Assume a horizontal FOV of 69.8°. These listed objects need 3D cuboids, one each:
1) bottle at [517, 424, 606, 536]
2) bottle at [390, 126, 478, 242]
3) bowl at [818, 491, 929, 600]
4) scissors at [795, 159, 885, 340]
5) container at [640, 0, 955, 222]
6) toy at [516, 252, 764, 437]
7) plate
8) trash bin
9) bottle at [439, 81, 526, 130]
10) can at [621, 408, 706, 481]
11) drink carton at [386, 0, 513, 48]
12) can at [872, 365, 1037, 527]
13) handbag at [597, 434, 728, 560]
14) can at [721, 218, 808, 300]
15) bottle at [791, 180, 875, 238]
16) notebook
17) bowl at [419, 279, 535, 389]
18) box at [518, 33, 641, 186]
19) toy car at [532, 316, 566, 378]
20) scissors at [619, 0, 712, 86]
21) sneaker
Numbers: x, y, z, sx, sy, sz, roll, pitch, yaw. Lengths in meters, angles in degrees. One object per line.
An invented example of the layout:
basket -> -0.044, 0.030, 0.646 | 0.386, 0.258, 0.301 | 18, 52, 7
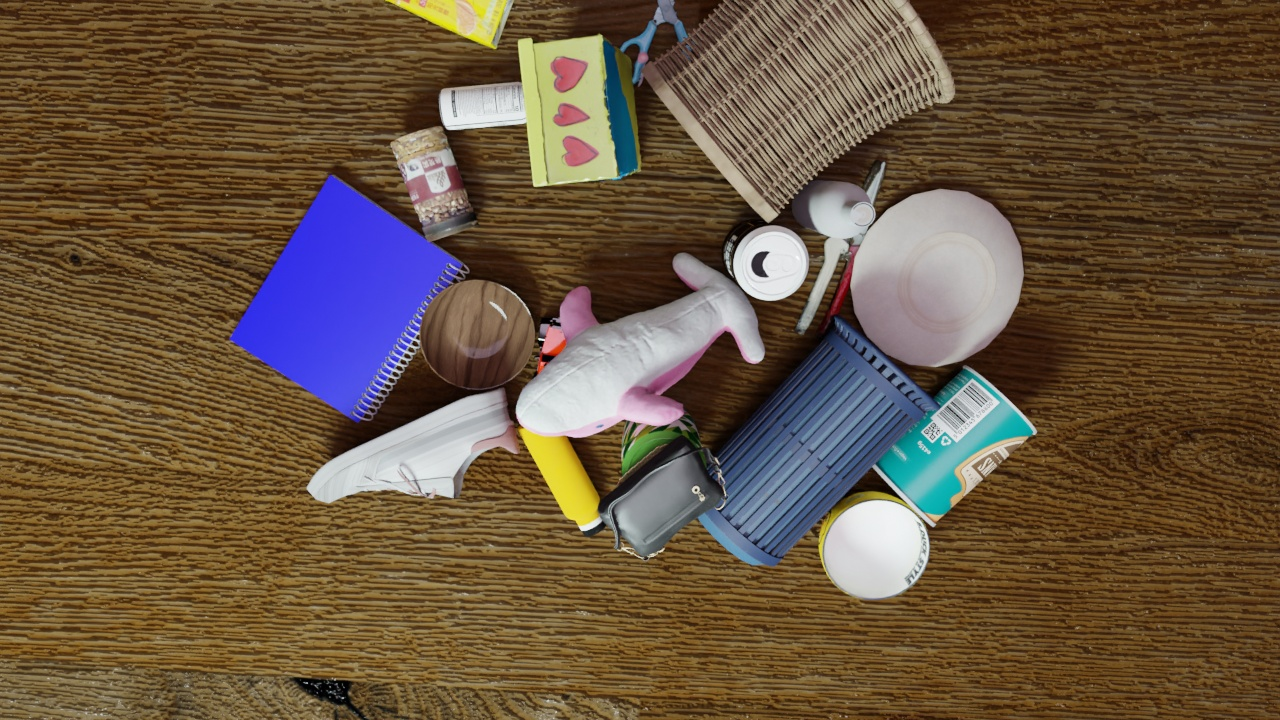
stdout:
bottle -> -0.082, 0.126, 1.007 | 0.043, 0.043, 0.143 | -26, 101, 5
bottle -> -0.209, -0.179, 0.932 | 0.056, 0.056, 0.105 | -18, 102, 3
bowl -> 0.252, 0.197, 1.013 | 0.117, 0.067, 0.117 | 0, 102, 0
scissors -> 0.223, -0.112, 0.973 | 0.189, 0.015, 0.140 | -38, 99, 7
container -> 0.135, -0.263, 0.842 | 0.196, 0.226, 0.227 | -40, 100, 14
toy -> -0.006, 0.005, 0.938 | 0.265, 0.128, 0.186 | -31, 63, -13
plate -> 0.318, -0.084, 0.965 | 0.188, 0.027, 0.189 | -1, 103, -5
trash bin -> 0.171, 0.090, 0.955 | 0.139, 0.139, 0.250 | 40, 100, -9
bottle -> -0.141, -0.258, 0.924 | 0.116, 0.041, 0.041 | -5, 102, 0
can -> 0.022, 0.094, 0.949 | 0.083, 0.144, 0.083 | 0, 101, -1
drink carton -> -0.197, -0.361, 0.900 | 0.134, 0.043, 0.058 | 23, 102, -5
can -> 0.328, 0.091, 0.974 | 0.099, 0.099, 0.144 | 43, 98, -9
handbag -> 0.022, 0.132, 0.856 | 0.128, 0.054, 0.079 | -39, 103, 5
can -> 0.122, -0.102, 0.915 | 0.072, 0.128, 0.072 | 0, 102, -1
bottle -> 0.187, -0.144, 0.873 | 0.052, 0.195, 0.052 | 0, 102, -1
notebook -> -0.308, -0.060, 0.976 | 0.171, 0.022, 0.209 | 34, 100, -6
bowl -> -0.172, -0.030, 0.972 | 0.119, 0.032, 0.119 | -3, 107, -9
box -> -0.051, -0.224, 0.838 | 0.079, 0.220, 0.124 | -4, 105, 8
toy car -> -0.088, 0.005, 0.977 | 0.051, 0.048, 0.100 | 9, 102, -3
scissors -> 0.035, -0.333, 0.923 | 0.118, 0.015, 0.139 | 23, 107, -6
sneaker -> -0.235, 0.114, 0.976 | 0.236, 0.099, 0.089 | -25, 87, 3
